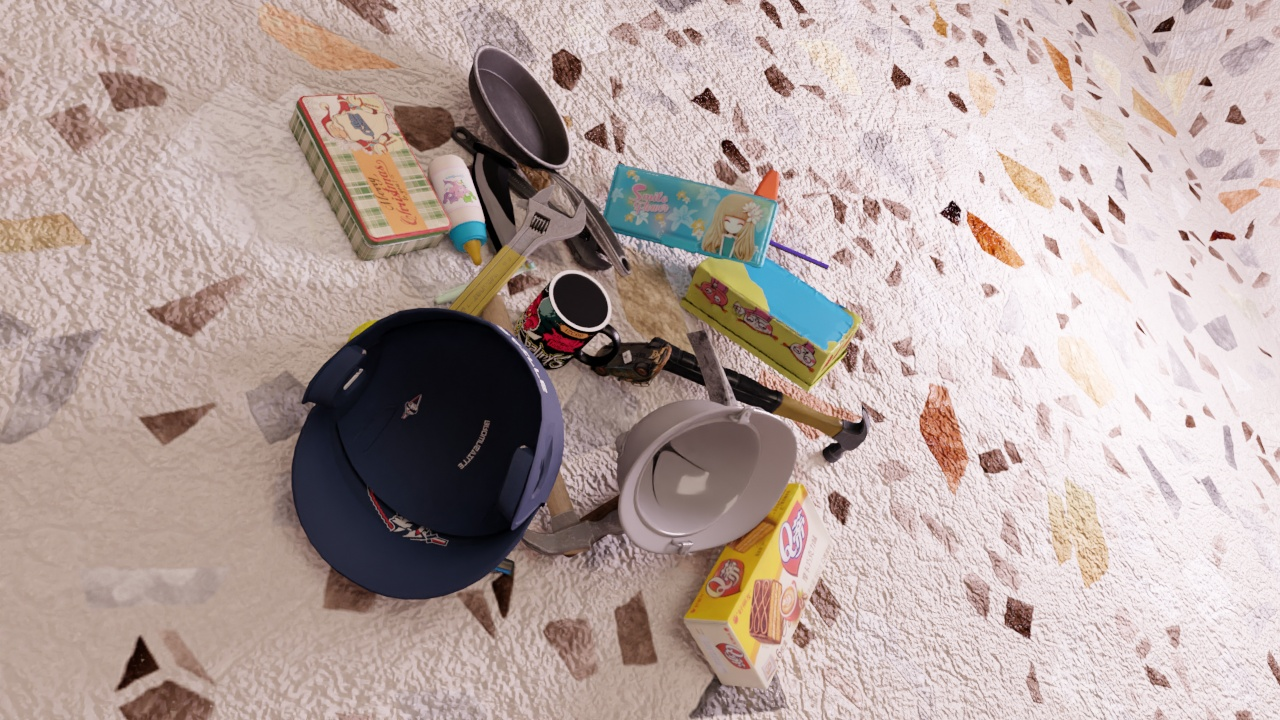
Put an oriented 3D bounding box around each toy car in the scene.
[{"bbox_3d":[-0.007,0.007,1.130,0.047,0.112,0.047,-58,134,-35],"label":"toy car"}]

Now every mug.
[{"bbox_3d":[-0.079,-0.037,1.094,0.118,0.098,0.081,35,49,-12],"label":"mug"}]

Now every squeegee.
[{"bbox_3d":[0.189,-0.239,1.437,0.249,0.055,0.184,23,50,0],"label":"squeegee"}]

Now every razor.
[{"bbox_3d":[-0.162,0.157,0.973,0.042,0.022,0.143,45,26,-59],"label":"razor"},{"bbox_3d":[-0.181,-0.196,1.153,0.060,0.057,0.156,-7,79,9],"label":"razor"}]

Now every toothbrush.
[{"bbox_3d":[-0.186,-0.095,1.111,0.022,0.015,0.154,42,44,21],"label":"toothbrush"}]

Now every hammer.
[{"bbox_3d":[0.010,0.112,1.075,0.299,0.037,0.218,-26,100,-36],"label":"hammer"},{"bbox_3d":[-0.124,0.062,1.028,0.119,0.031,0.331,-18,67,-10],"label":"hammer"},{"bbox_3d":[0.157,0.046,1.214,0.333,0.118,0.025,23,49,-15],"label":"hammer"}]

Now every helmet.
[{"bbox_3d":[-0.196,0.089,0.867,0.232,0.223,0.272,31,79,2],"label":"helmet"},{"bbox_3d":[0.048,0.108,1.016,0.270,0.183,0.118,8,20,-46],"label":"helmet"}]

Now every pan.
[{"bbox_3d":[-0.117,-0.259,1.214,0.357,0.055,0.186,62,26,2],"label":"pan"}]

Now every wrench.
[{"bbox_3d":[-0.141,-0.215,1.217,0.273,0.018,0.072,40,47,-6],"label":"wrench"},{"bbox_3d":[-0.158,-0.112,1.096,0.083,0.018,0.272,38,63,-7],"label":"wrench"}]

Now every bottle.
[{"bbox_3d":[-0.218,-0.179,1.116,0.051,0.051,0.146,-8,69,-38],"label":"bottle"}]

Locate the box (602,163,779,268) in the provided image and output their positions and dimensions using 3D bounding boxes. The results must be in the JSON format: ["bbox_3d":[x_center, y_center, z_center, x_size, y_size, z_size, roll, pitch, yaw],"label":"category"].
[{"bbox_3d":[0.074,-0.197,1.276,0.227,0.098,0.121,15,5,11],"label":"box"}]

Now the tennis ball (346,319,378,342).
[{"bbox_3d":[-0.275,-0.009,0.963,0.065,0.066,0.065,17,55,-26],"label":"tennis ball"}]

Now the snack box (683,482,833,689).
[{"bbox_3d":[0.144,0.256,1.074,0.229,0.062,0.110,-50,120,-42],"label":"snack box"}]

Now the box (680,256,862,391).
[{"bbox_3d":[0.181,-0.066,1.264,0.221,0.081,0.124,36,44,14],"label":"box"}]

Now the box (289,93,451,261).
[{"bbox_3d":[-0.316,-0.220,1.076,0.117,0.050,0.205,-19,76,-40],"label":"box"}]
